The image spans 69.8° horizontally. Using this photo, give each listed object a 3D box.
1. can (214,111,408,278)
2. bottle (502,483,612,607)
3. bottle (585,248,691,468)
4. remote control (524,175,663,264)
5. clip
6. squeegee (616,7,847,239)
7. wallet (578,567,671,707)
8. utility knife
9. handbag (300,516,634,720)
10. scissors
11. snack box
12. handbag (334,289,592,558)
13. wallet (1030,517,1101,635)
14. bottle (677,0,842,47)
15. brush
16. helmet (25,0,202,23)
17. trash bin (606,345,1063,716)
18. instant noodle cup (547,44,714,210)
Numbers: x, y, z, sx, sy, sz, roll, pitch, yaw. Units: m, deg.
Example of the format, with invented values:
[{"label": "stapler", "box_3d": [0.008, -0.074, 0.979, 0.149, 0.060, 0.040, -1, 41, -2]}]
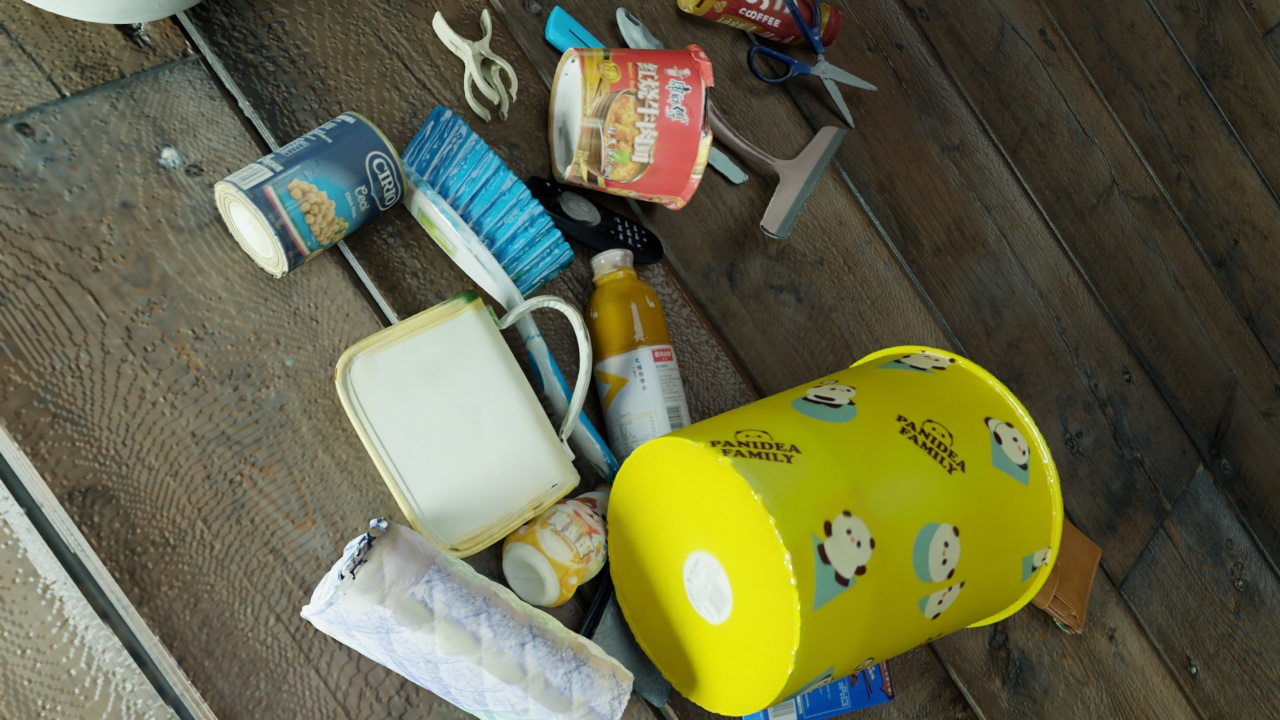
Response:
[{"label": "can", "box_3d": [-0.232, -0.118, 0.651, 0.110, 0.075, 0.075, -42, 96, -31]}, {"label": "bottle", "box_3d": [-0.051, 0.131, 0.678, 0.108, 0.063, 0.063, -35, 92, -47]}, {"label": "bottle", "box_3d": [-0.004, 0.004, 0.738, 0.067, 0.068, 0.189, -6, 77, -30]}, {"label": "remote control", "box_3d": [-0.041, -0.114, 0.775, 0.136, 0.024, 0.053, 22, 40, -26]}, {"label": "clip", "box_3d": [-0.136, -0.251, 0.771, 0.071, 0.035, 0.100, -15, 77, -30]}, {"label": "squeegee", "box_3d": [0.068, -0.241, 0.874, 0.249, 0.040, 0.246, 40, 43, -5]}, {"label": "wallet", "box_3d": [0.007, 0.188, 0.703, 0.097, 0.019, 0.120, 45, 56, -32]}, {"label": "utility knife", "box_3d": [0.009, -0.240, 0.854, 0.238, 0.018, 0.034, 36, 60, -15]}, {"label": "handbag", "box_3d": [-0.113, 0.177, 0.587, 0.194, 0.134, 0.075, 35, 62, -15]}, {"label": "scissors", "box_3d": [0.174, -0.301, 0.933, 0.164, 0.012, 0.162, -26, 118, -18]}, {"label": "snack box", "box_3d": [0.143, 0.247, 0.752, 0.157, 0.026, 0.084, 4, 71, -36]}, {"label": "handbag", "box_3d": [-0.106, 0.034, 0.659, 0.178, 0.063, 0.163, -29, 91, -16]}, {"label": "wallet", "box_3d": [0.399, 0.200, 0.917, 0.130, 0.035, 0.118, 38, 55, -12]}, {"label": "bottle", "box_3d": [0.124, -0.360, 0.929, 0.174, 0.058, 0.057, 7, 71, -26]}, {"label": "brush", "box_3d": [-0.088, -0.050, 0.712, 0.314, 0.061, 0.109, 47, 65, -2]}, {"label": "helmet", "box_3d": [-0.350, -0.329, 0.609, 0.230, 0.157, 0.273, 26, 53, -17]}, {"label": "trash bin", "box_3d": [0.130, 0.118, 0.662, 0.254, 0.230, 0.229, -10, 79, -38]}, {"label": "instant noodle cup", "box_3d": [-0.014, -0.198, 0.768, 0.108, 0.138, 0.137, 1, 74, -19]}]
